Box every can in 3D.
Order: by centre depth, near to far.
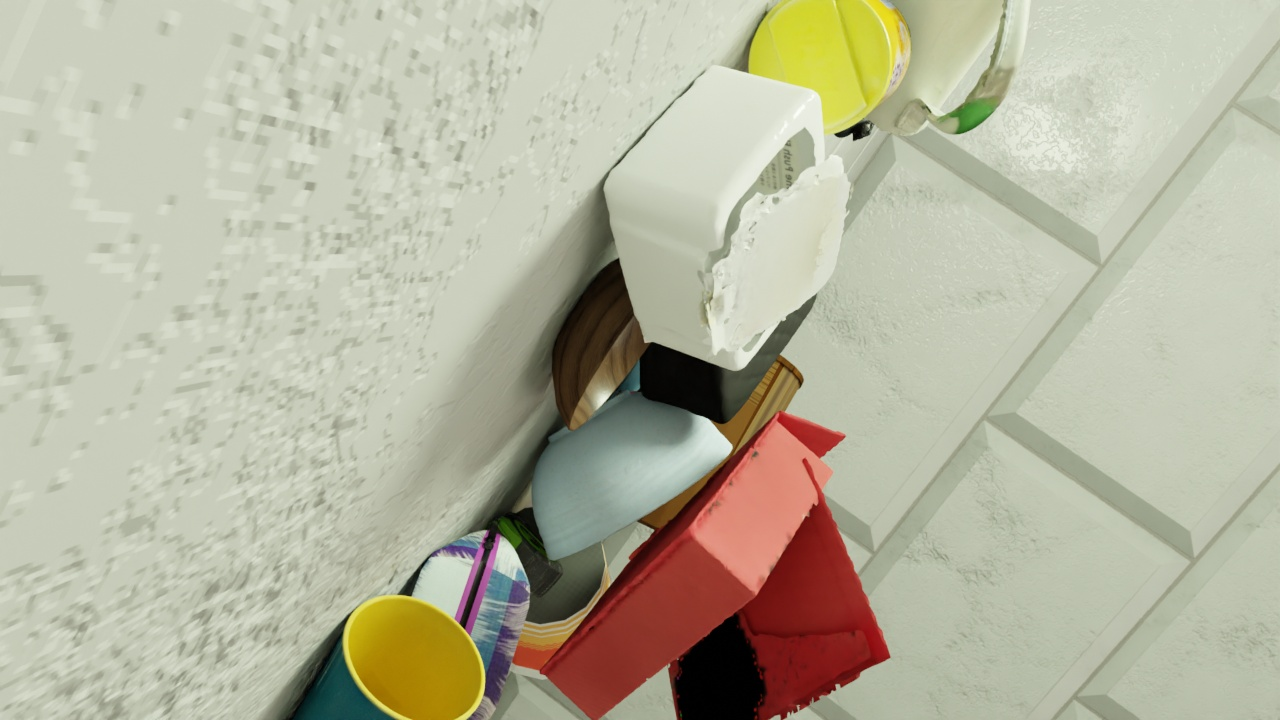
[{"bbox_3d":[0.100,-0.155,0.470,0.068,0.067,0.104,-58,173,29],"label":"can"}]

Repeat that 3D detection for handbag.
[{"bbox_3d":[0.183,-0.191,0.518,0.152,0.074,0.175,117,-21,-47],"label":"handbag"},{"bbox_3d":[-0.119,0.181,0.608,0.170,0.068,0.144,125,-17,-72],"label":"handbag"},{"bbox_3d":[0.045,-0.055,0.619,0.153,0.115,0.125,-46,144,-37],"label":"handbag"}]

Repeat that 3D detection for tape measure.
[{"bbox_3d":[-0.089,0.143,0.666,0.036,0.065,0.058,-46,166,-3],"label":"tape measure"}]

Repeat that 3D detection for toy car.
[{"bbox_3d":[-0.004,0.004,0.710,0.060,0.027,0.107,-55,173,7],"label":"toy car"}]

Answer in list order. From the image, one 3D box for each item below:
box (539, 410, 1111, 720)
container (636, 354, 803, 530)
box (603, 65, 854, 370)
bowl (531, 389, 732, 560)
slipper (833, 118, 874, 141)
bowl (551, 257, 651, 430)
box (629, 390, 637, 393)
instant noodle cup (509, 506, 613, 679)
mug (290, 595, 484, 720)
[{"bbox_3d":[0.138,0.137,0.682,0.424,0.128,0.213,-2,144,-37],"label":"box"},{"bbox_3d":[0.044,0.064,0.780,0.167,0.132,0.132,-64,175,-10],"label":"container"},{"bbox_3d":[0.055,-0.053,0.399,0.102,0.102,0.108,-52,146,-27],"label":"box"},{"bbox_3d":[-0.018,0.068,0.648,0.150,0.075,0.150,-31,179,-1],"label":"bowl"},{"bbox_3d":[0.219,-0.260,0.822,0.111,0.063,0.264,-54,171,-2],"label":"slipper"},{"bbox_3d":[-0.015,-0.020,0.492,0.119,0.032,0.119,-53,173,-9],"label":"bowl"},{"bbox_3d":[0.037,0.042,0.910,0.229,0.063,0.085,-39,147,-49],"label":"box"},{"bbox_3d":[-0.078,0.184,0.751,0.123,0.123,0.121,-51,165,-26],"label":"instant noodle cup"},{"bbox_3d":[-0.146,0.191,0.480,0.122,0.078,0.078,-52,175,22],"label":"mug"}]
